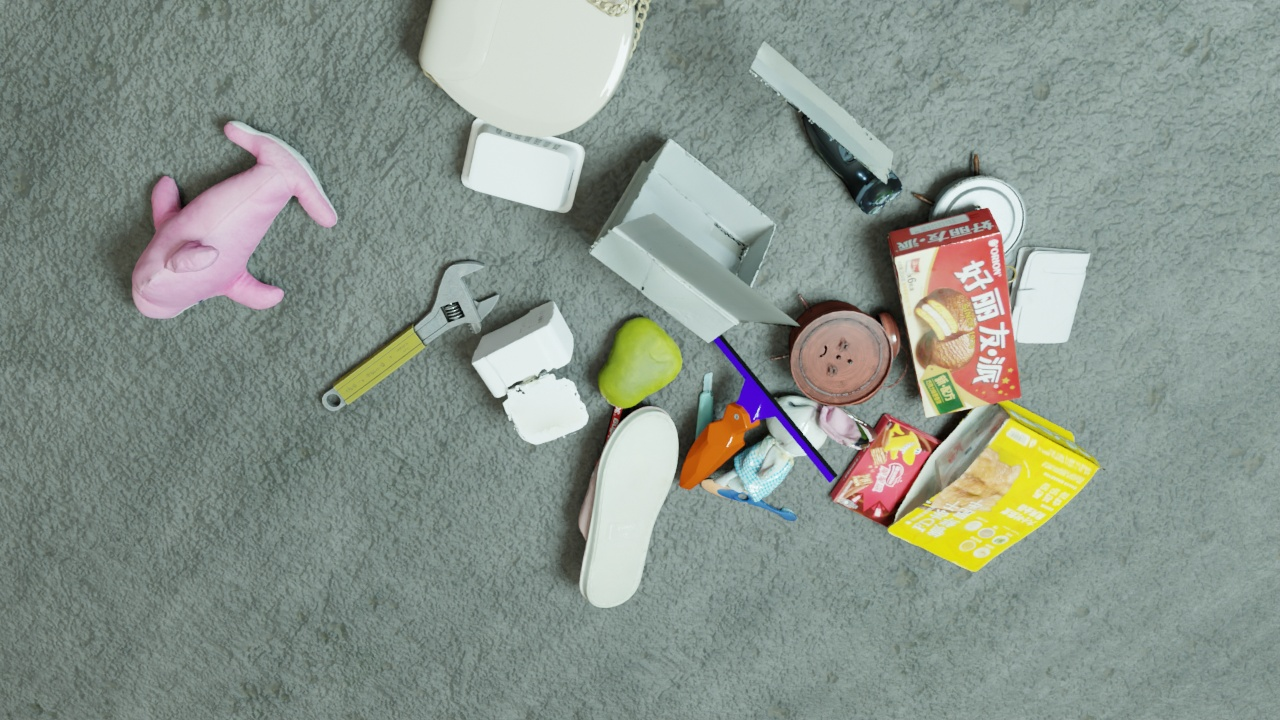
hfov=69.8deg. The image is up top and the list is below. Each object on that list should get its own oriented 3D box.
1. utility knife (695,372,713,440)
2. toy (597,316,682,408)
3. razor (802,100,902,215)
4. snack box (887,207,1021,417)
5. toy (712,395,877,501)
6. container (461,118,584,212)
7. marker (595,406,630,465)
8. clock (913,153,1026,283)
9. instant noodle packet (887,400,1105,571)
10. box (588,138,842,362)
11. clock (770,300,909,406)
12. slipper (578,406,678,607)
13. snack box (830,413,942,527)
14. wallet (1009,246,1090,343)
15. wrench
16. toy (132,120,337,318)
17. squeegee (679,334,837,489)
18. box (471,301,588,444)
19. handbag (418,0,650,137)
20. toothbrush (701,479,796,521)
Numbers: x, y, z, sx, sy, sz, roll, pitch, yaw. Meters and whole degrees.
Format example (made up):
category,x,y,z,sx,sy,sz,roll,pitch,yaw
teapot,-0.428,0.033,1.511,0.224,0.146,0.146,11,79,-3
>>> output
category,x,y,z,sx,sy,sz,roll,pitch,yaw
utility knife,0.081,0.076,1.153,0.022,0.015,0.129,2,109,-5
toy,-0.007,0.006,1.099,0.090,0.051,0.110,45,88,-8
razor,0.232,-0.223,1.012,0.053,0.063,0.140,-41,107,12
snack box,0.361,-0.048,1.049,0.113,0.060,0.236,-13,125,14
toy,0.177,0.101,1.136,0.206,0.131,0.105,-29,78,20
container,-0.133,-0.213,1.020,0.129,0.049,0.081,14,110,-6
marker,-0.035,0.097,1.156,0.023,0.021,0.145,11,111,-12
clock,0.388,-0.150,1.047,0.104,0.056,0.148,-33,106,13
instant noodle packet,0.435,0.164,1.154,0.163,0.084,0.222,25,114,-21
box,0.055,-0.100,0.895,0.167,0.368,0.150,35,104,-14
clock,0.246,-0.008,1.091,0.157,0.072,0.121,19,109,-7
slipper,-0.022,0.183,1.159,0.114,0.054,0.275,7,105,-31
snack box,0.317,0.142,1.176,0.089,0.021,0.133,25,108,-11
wallet,0.484,-0.076,1.089,0.086,0.032,0.116,-2,111,-3
wrench,-0.283,-0.023,1.108,0.274,0.018,0.083,-34,108,12
toy,-0.471,-0.133,1.009,0.266,0.127,0.186,-42,102,8
squeegee,0.096,0.098,1.106,0.249,0.055,0.185,53,132,22
box,-0.116,0.024,1.074,0.109,0.124,0.137,-28,111,9
handbag,-0.111,-0.342,0.944,0.208,0.103,0.211,19,108,-4
toothbrush,0.141,0.181,1.195,0.135,0.017,0.021,21,105,-6
